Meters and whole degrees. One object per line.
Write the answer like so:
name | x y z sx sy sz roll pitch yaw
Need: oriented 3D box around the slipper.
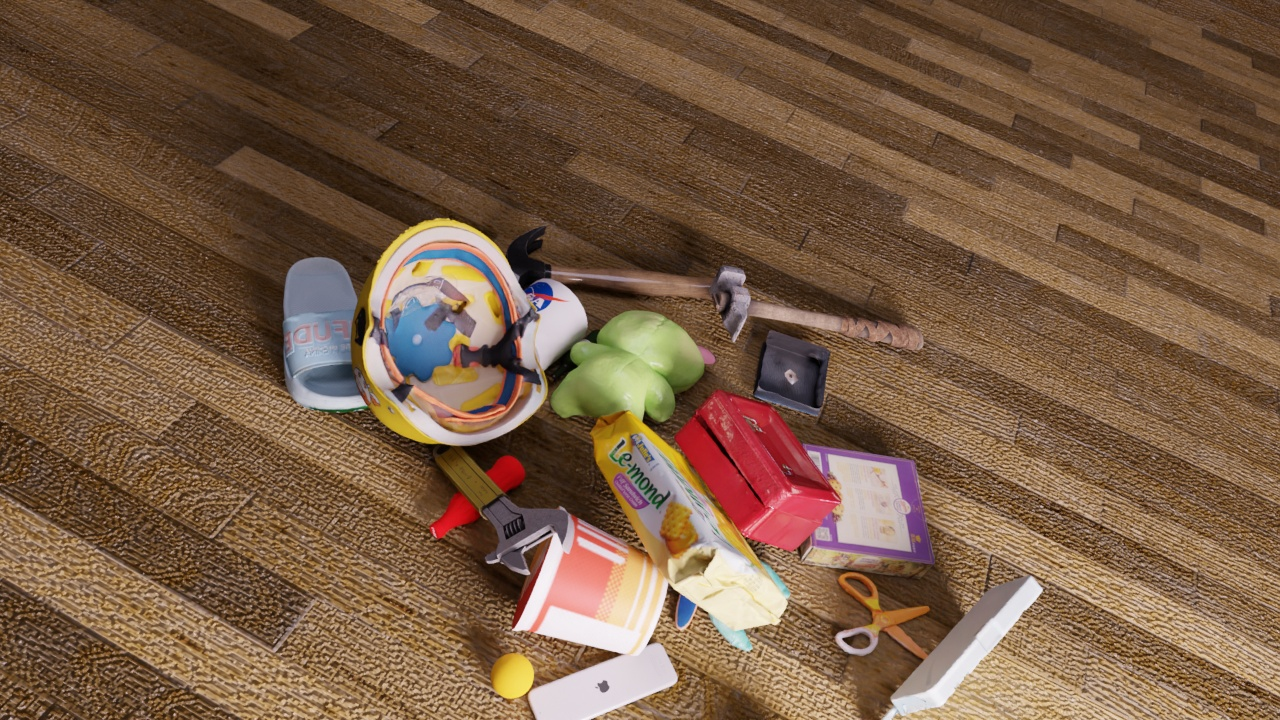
slipper | -0.365 -0.039 1.063 0.104 0.074 0.245 -8 52 -21

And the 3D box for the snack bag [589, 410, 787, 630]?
snack bag | 0.042 0.162 0.932 0.068 0.159 0.247 -43 42 6

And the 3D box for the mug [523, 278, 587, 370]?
mug | -0.139 -0.040 1.126 0.121 0.091 0.089 6 36 39

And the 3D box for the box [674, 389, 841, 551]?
box | 0.126 0.121 1.007 0.129 0.093 0.157 24 27 -49

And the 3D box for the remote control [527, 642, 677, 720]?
remote control | -0.035 0.317 0.889 0.146 0.008 0.045 -13 55 -25

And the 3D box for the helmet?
helmet | -0.227 -0.021 1.005 0.208 0.140 0.240 -8 85 -41

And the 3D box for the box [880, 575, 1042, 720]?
box | 0.311 0.294 0.918 0.196 0.135 0.041 -28 73 -34

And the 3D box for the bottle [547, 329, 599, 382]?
bottle | -0.080 -0.003 1.143 0.025 0.025 0.105 35 50 15

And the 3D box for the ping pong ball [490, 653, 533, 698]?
ping pong ball | -0.120 0.296 0.861 0.040 0.040 0.040 8 48 -9

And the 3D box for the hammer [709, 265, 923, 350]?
hammer | 0.245 -0.053 1.245 0.318 0.049 0.121 9 39 -19

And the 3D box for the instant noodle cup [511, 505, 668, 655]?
instant noodle cup | -0.046 0.223 0.899 0.121 0.124 0.123 22 47 -6

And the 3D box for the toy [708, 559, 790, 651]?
toy | 0.105 0.249 0.972 0.085 0.033 0.105 42 48 8

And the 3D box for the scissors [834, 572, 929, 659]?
scissors | 0.259 0.286 0.996 0.125 0.011 0.127 39 53 20

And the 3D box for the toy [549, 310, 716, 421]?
toy | -0.007 0.006 1.108 0.150 0.107 0.196 30 58 11

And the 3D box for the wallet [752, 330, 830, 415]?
wallet | 0.197 0.018 1.201 0.089 0.026 0.114 19 46 1

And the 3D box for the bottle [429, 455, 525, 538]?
bottle | -0.175 0.147 0.978 0.036 0.036 0.118 38 51 17

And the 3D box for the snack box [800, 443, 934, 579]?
snack box | 0.257 0.174 1.072 0.148 0.041 0.143 10 48 -8

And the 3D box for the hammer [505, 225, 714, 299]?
hammer | -0.030 -0.113 1.246 0.305 0.040 0.132 4 49 -14

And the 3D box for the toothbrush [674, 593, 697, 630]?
toothbrush | 0.060 0.228 0.986 0.021 0.017 0.134 19 47 4

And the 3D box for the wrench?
wrench | -0.150 0.135 0.918 0.083 0.018 0.273 -38 34 -15
